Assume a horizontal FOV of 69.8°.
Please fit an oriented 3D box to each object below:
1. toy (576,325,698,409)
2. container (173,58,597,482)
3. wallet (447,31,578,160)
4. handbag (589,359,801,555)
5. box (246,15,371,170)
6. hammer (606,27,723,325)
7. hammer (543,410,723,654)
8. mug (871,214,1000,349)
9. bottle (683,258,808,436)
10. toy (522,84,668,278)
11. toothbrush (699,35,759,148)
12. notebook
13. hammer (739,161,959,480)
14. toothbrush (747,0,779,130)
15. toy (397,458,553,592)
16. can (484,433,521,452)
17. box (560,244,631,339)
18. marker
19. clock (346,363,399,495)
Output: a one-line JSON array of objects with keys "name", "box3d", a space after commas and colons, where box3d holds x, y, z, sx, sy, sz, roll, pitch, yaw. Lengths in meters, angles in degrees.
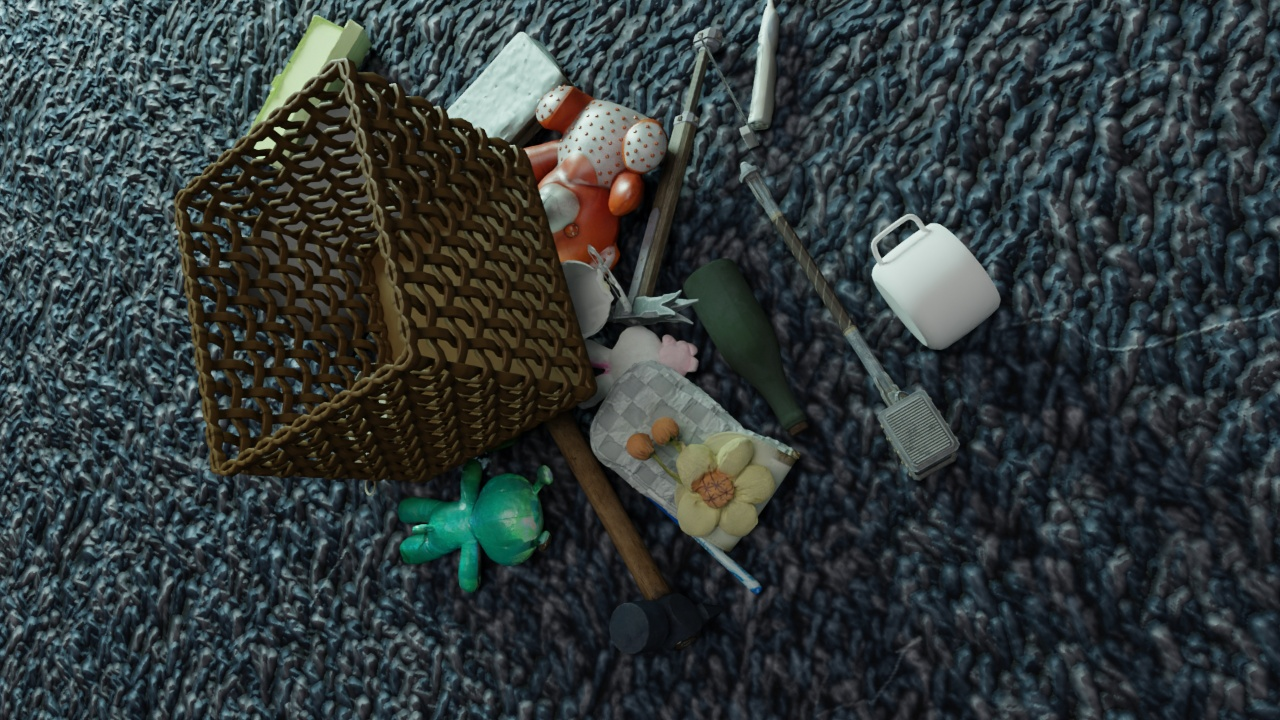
[{"name": "toy", "box3d": [-0.005, 0.005, 0.876, 0.125, 0.037, 0.076, -11, 72, 11]}, {"name": "container", "box3d": [-0.209, -0.053, 0.760, 0.220, 0.213, 0.251, -27, 69, 26]}, {"name": "wallet", "box3d": [-0.136, -0.270, 0.969, 0.132, 0.054, 0.100, -41, 59, 7]}, {"name": "handbag", "box3d": [0.037, 0.079, 0.797, 0.171, 0.123, 0.112, 36, 96, 7]}, {"name": "box", "box3d": [-0.382, -0.305, 1.062, 0.133, 0.061, 0.188, 26, 87, 43]}, {"name": "hammer", "box3d": [0.029, -0.183, 0.895, 0.147, 0.028, 0.316, -1, 70, 50]}, {"name": "hammer", "box3d": [-0.038, 0.118, 0.841, 0.040, 0.129, 0.321, -46, 58, 22]}, {"name": "mug", "box3d": [0.241, -0.069, 0.773, 0.068, 0.094, 0.115, -38, 107, 9]}, {"name": "bottle", "box3d": [0.102, -0.009, 0.835, 0.055, 0.055, 0.174, -32, 72, 10]}, {"name": "toy", "box3d": [-0.059, -0.171, 0.895, 0.164, 0.092, 0.172, 28, 99, 27]}, {"name": "toothbrush", "box3d": [0.078, -0.236, 0.821, 0.010, 0.181, 0.010, -20, 68, 16]}, {"name": "notebook", "box3d": [-0.315, -0.140, 0.984, 0.169, 0.019, 0.231, 31, 91, -1]}, {"name": "hammer", "box3d": [0.168, -0.048, 0.797, 0.044, 0.098, 0.322, -32, 71, 9]}, {"name": "toothbrush", "box3d": [0.126, -0.319, 0.908, 0.024, 0.022, 0.185, 6, 82, 0]}, {"name": "toy", "box3d": [-0.160, 0.156, 0.883, 0.194, 0.072, 0.130, -12, 75, 25]}, {"name": "can", "box3d": [-0.168, 0.014, 0.903, 0.083, 0.083, 0.144, -15, 75, 15]}, {"name": "box", "box3d": [-0.065, -0.057, 0.854, 0.160, 0.091, 0.081, -15, 99, 56]}, {"name": "marker", "box3d": [0.056, 0.162, 0.838, 0.142, 0.013, 0.013, 40, 93, 21]}, {"name": "clock", "box3d": [-0.258, 0.070, 0.932, 0.093, 0.054, 0.141, 19, 97, 46]}]
